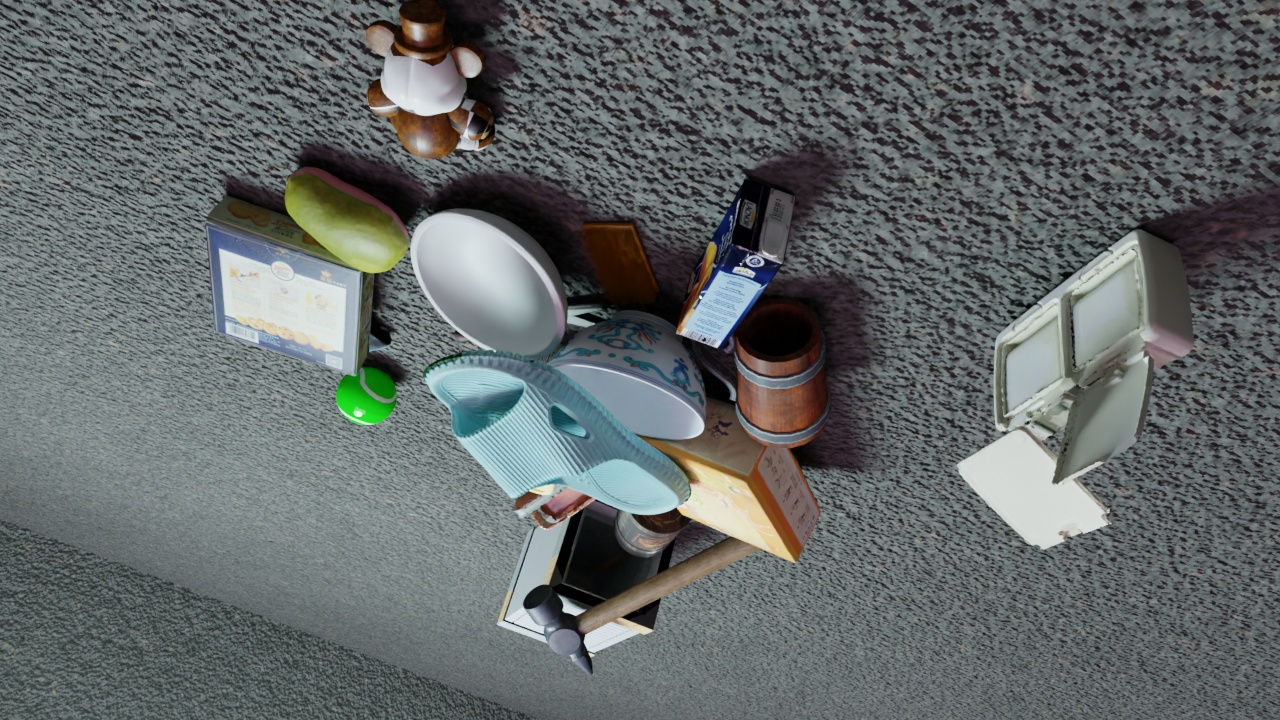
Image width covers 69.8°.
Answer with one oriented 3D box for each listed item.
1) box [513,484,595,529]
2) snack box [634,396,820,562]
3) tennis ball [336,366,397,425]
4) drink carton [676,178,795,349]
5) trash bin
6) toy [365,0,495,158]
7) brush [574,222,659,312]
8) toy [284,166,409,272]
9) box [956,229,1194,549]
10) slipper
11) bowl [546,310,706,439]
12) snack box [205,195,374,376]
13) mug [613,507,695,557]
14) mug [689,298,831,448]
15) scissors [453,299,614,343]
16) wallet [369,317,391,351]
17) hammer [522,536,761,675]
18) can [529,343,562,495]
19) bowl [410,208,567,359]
[{"bbox_3d":[-0.050,0.120,0.969,0.187,0.057,0.067,-36,167,19],"label":"box"},{"bbox_3d":[0.085,0.105,0.903,0.145,0.080,0.195,18,157,33],"label":"snack box"},{"bbox_3d":[-0.305,0.039,1.024,0.065,0.065,0.065,12,149,7],"label":"tennis ball"},{"bbox_3d":[0.068,-0.068,0.671,0.040,0.064,0.130,18,150,-7],"label":"drink carton"},{"bbox_3d":[-0.076,0.293,1.244,0.142,0.142,0.248,24,148,-12],"label":"trash bin"},{"bbox_3d":[-0.138,-0.181,0.600,0.087,0.067,0.113,15,140,3],"label":"toy"},{"bbox_3d":[-0.010,-0.065,0.759,0.048,0.017,0.126,4,147,21],"label":"brush"},{"bbox_3d":[-0.243,-0.116,0.756,0.110,0.051,0.090,35,157,-20],"label":"toy"},{"bbox_3d":[0.271,0.012,0.586,0.080,0.179,0.144,23,142,-9],"label":"box"},{"bbox_3d":[-0.064,0.080,0.784,0.116,0.069,0.276,-27,130,36],"label":"slipper"},{"bbox_3d":[-0.005,0.005,0.787,0.144,0.074,0.144,16,159,6],"label":"bowl"},{"bbox_3d":[-0.325,-0.065,0.857,0.144,0.042,0.145,18,134,-3],"label":"snack box"},{"bbox_3d":[0.031,0.181,1.089,0.115,0.080,0.107,-5,154,-15],"label":"mug"},{"bbox_3d":[0.100,0.006,0.766,0.117,0.081,0.111,14,146,21],"label":"mug"},{"bbox_3d":[-0.120,-0.048,0.842,0.179,0.015,0.199,34,144,-27],"label":"scissors"},{"bbox_3d":[-0.324,-0.042,0.941,0.089,0.026,0.115,-12,139,37],"label":"wallet"},{"bbox_3d":[0.033,0.259,1.073,0.322,0.040,0.129,-28,113,7],"label":"hammer"},{"bbox_3d":[-0.099,0.059,0.917,0.075,0.104,0.135,18,149,-2],"label":"can"},{"bbox_3d":[-0.118,-0.070,0.765,0.150,0.043,0.150,21,140,18],"label":"bowl"}]
